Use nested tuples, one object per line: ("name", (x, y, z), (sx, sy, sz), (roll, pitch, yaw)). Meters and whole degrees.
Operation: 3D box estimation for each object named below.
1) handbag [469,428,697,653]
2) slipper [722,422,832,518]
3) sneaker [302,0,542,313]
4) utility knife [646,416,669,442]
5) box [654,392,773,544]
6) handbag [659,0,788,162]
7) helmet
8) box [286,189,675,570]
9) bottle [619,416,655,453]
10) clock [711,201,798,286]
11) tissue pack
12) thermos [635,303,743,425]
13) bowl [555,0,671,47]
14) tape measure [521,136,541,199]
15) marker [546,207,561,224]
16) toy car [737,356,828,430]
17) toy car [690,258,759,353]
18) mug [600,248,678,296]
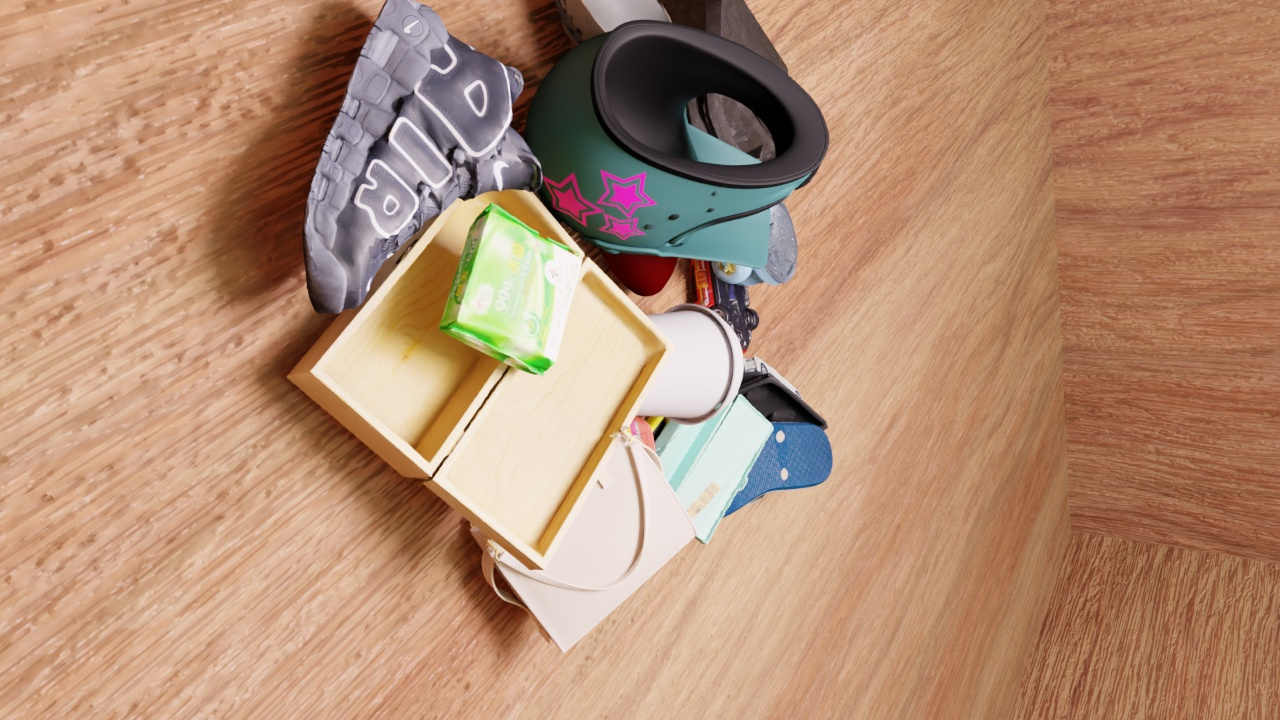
("handbag", (-0.065, 0.140, 0.853), (0.194, 0.101, 0.198), (-39, 124, -16))
("slipper", (0.130, 0.133, 1.174), (0.294, 0.060, 0.118), (-5, 88, -36))
("sneaker", (-0.151, -0.134, 0.674), (0.150, 0.097, 0.252), (17, 70, -14))
("utility knife", (-0.005, 0.107, 1.029), (0.172, 0.020, 0.029), (-51, 129, -36))
("box", (0.078, 0.104, 1.083), (0.186, 0.052, 0.139), (-53, 124, -29))
("handbag", (0.092, -0.293, 1.044), (0.197, 0.102, 0.199), (36, 49, -50))
("helmet", (0.029, -0.179, 0.831), (0.274, 0.201, 0.176), (11, 72, -19))
("box", (-0.110, -0.001, 0.754), (0.253, 0.068, 0.246), (43, 59, -20))
("bottle", (-0.043, 0.087, 0.944), (0.134, 0.049, 0.071), (8, 68, -52))
("clock", (0.126, -0.144, 1.072), (0.161, 0.060, 0.118), (8, 74, -52))
("tissue pack", (-0.099, -0.053, 0.724), (0.099, 0.034, 0.113), (27, 64, -33))
("thermos", (-0.005, 0.005, 0.937), (0.221, 0.132, 0.131), (-1, 95, -47))
("bowl", (-0.035, -0.329, 0.881), (0.150, 0.057, 0.150), (29, 44, -33))
("tape measure", (-0.110, -0.175, 0.847), (0.060, 0.020, 0.062), (-22, 111, -52))
("marker", (-0.103, -0.097, 0.869), (0.018, 0.015, 0.133), (37, 62, -28))
("toy car", (0.168, 0.048, 1.225), (0.191, 0.094, 0.071), (34, 37, -49))
("toy car", (0.097, -0.100, 1.117), (0.081, 0.056, 0.189), (-1, 84, -56))
("mug", (0.002, -0.121, 0.974), (0.088, 0.087, 0.113), (79, 6, -50))
